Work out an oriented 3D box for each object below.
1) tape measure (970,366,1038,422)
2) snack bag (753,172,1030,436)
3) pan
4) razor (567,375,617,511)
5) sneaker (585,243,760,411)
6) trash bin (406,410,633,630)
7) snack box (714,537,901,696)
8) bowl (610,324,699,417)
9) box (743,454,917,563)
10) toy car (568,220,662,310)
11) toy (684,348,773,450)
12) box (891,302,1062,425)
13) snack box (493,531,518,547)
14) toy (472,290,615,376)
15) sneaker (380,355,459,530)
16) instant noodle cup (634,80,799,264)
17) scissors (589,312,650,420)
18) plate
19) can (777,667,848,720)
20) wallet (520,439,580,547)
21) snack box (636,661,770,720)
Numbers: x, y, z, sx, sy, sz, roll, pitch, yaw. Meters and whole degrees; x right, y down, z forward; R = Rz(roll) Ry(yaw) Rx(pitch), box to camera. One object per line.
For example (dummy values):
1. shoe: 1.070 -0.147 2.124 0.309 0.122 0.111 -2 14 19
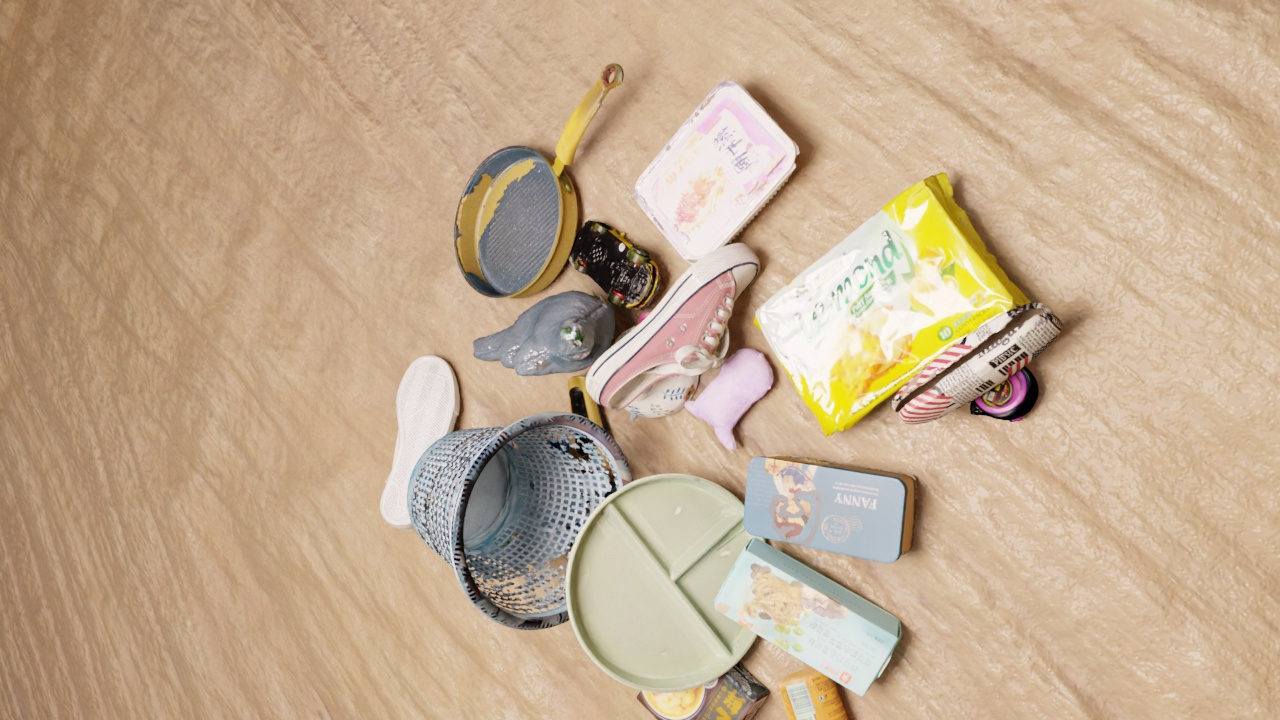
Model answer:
1. tape measure: 0.341 0.028 0.859 0.058 0.039 0.057 -2 79 40
2. snack bag: 0.241 -0.048 0.910 0.247 0.068 0.158 -39 69 26
3. pan: -0.121 -0.223 1.134 0.358 0.078 0.197 -41 63 29
4. razor: -0.061 0.098 1.112 0.062 0.067 0.167 -24 69 31
5. sneaker: 0.053 -0.024 0.979 0.240 0.118 0.088 -43 65 -13
6. trash bin: -0.151 0.159 1.018 0.195 0.226 0.226 6 92 51
7. snack box: 0.168 0.257 0.930 0.175 0.051 0.074 28 104 12
8. bowl: 0.004 0.013 1.058 0.114 0.062 0.113 4 98 28
9. box: 0.198 0.149 0.937 0.185 0.062 0.090 3 91 35
10. toy car: -0.032 -0.118 1.106 0.156 0.041 0.071 42 112 43
11. toy: 0.104 0.037 1.014 0.108 0.039 0.084 -52 58 15
12. box: 0.299 0.002 0.831 0.165 0.072 0.060 -38 76 25
13. snack box: -0.218 0.186 1.181 0.106 0.117 0.118 -11 80 37
14. toy: -0.100 -0.030 1.080 0.357 0.137 0.091 -1 107 67
15. sneaker: -0.295 0.116 1.263 0.089 0.091 0.241 6 72 5
16. instant noodle cup: 0.090 -0.203 1.019 0.174 0.060 0.138 -46 65 22
17. scissors: -0.007 0.006 1.105 0.134 0.017 0.133 10 98 29
18. plate: 0.031 0.235 0.977 0.027 0.230 0.230 166 102 -74
19. can: 0.190 0.391 0.936 0.058 0.058 0.146 -26 75 30
20. wallet: -0.112 0.167 1.144 0.107 0.040 0.133 -20 77 56
21. snack box: 0.065 0.383 1.029 0.113 0.053 0.126 37 103 29
